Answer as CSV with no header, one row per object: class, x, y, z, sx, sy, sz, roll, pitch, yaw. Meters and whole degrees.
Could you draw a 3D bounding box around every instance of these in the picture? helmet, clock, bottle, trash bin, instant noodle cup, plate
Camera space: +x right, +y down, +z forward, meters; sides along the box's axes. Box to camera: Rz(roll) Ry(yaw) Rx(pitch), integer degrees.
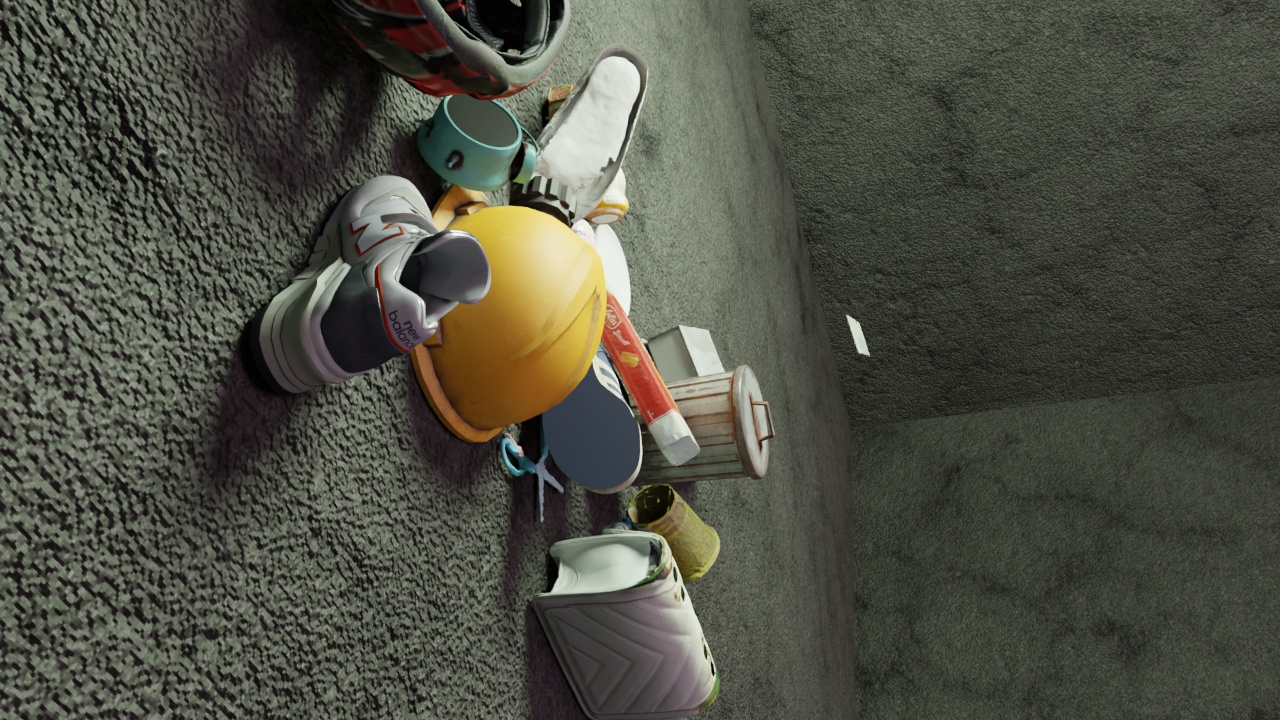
helmet,-0.098,-0.054,0.832,0.205,0.131,0.254,58,30,-51
clock,-0.139,-0.198,0.824,0.124,0.053,0.090,-23,71,-47
bottle,-0.051,-0.230,1.160,0.063,0.063,0.108,20,62,-69
trash bin,0.049,0.082,1.075,0.130,0.211,0.131,-8,90,-71
helmet,-0.157,-0.319,0.712,0.217,0.167,0.271,20,56,-53
instant noodle cup,0.037,0.219,1.179,0.108,0.102,0.102,58,29,-32
plate,-0.043,-0.113,1.208,0.134,0.011,0.134,-8,90,-72

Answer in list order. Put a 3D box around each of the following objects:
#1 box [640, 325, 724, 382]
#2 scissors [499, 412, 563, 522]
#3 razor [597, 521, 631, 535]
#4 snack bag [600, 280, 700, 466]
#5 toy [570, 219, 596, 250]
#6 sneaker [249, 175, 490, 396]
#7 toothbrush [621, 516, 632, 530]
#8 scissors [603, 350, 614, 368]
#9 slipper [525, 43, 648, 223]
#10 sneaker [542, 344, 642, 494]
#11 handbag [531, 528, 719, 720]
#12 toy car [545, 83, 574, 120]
box,-0.059,0.058,1.409,0.168,0.405,0.171,3,78,-70
scissors,-0.107,0.092,0.929,0.135,0.015,0.135,61,27,-55
razor,-0.006,0.241,0.999,0.052,0.047,0.143,22,-39,60
snack bag,-0.006,0.006,0.988,0.225,0.041,0.077,63,3,23
toy,-0.075,-0.125,1.066,0.063,0.047,0.110,-2,87,-63
sneaker,-0.164,-0.065,0.649,0.239,0.124,0.089,-75,150,-50
toothbrush,-0.003,0.276,1.147,0.014,0.014,0.168,-47,128,-81
scissors,-0.071,-0.027,1.021,0.013,0.070,0.130,-51,127,-28
slipper,-0.067,-0.245,1.026,0.075,0.112,0.246,99,13,-66
sneaker,-0.046,0.071,0.947,0.118,0.091,0.233,66,-3,-49
handbag,-0.009,0.270,0.934,0.096,0.142,0.199,-73,149,-57
toy car,-0.089,-0.301,1.098,0.047,0.047,0.111,61,27,-50
